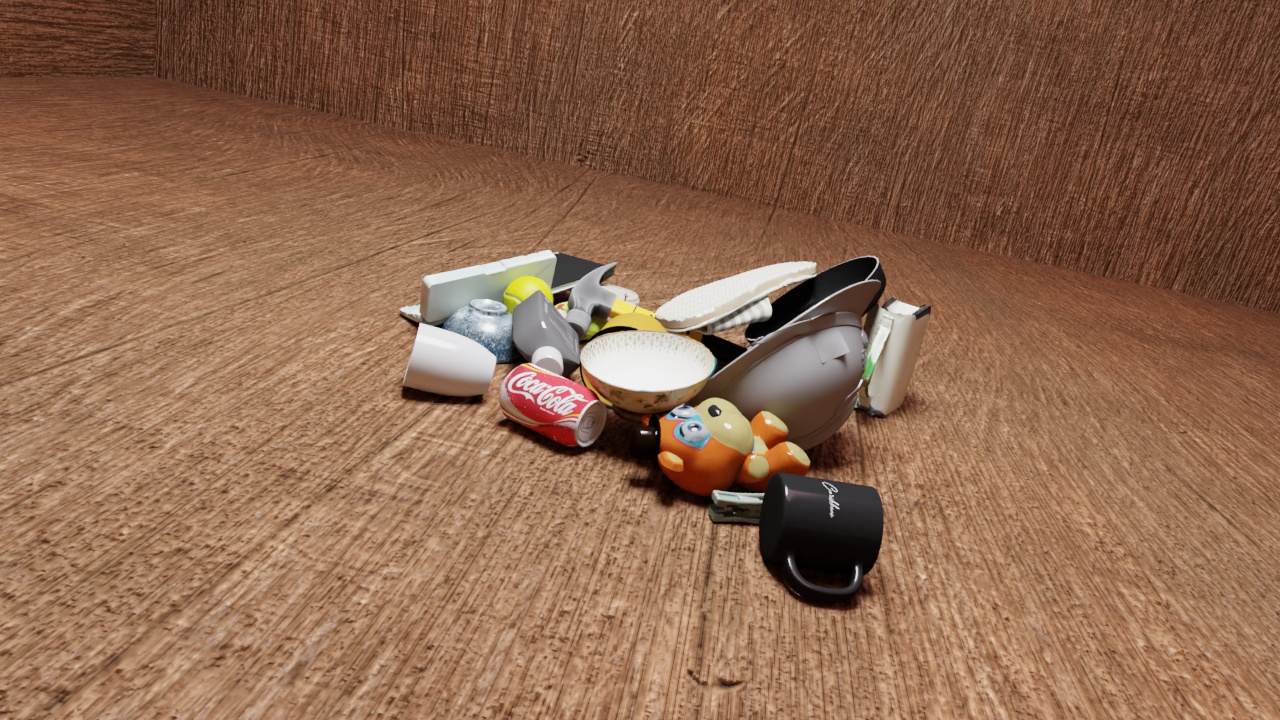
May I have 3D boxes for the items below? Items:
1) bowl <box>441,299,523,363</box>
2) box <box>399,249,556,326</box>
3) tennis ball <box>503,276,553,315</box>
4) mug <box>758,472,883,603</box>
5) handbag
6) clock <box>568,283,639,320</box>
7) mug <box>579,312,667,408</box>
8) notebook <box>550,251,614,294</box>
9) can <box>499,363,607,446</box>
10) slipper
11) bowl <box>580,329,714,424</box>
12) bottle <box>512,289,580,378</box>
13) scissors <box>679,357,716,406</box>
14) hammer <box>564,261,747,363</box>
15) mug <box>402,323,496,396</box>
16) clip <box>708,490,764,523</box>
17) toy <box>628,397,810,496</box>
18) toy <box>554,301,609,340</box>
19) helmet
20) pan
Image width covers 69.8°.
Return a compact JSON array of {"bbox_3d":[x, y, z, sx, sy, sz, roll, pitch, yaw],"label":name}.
[{"bbox_3d":[-0.199,-0.044,1.178,0.114,0.061,0.114,10,17,-3],"label":"bowl"},{"bbox_3d":[-0.220,-0.101,1.255,0.197,0.074,0.126,-18,11,-35],"label":"box"},{"bbox_3d":[-0.150,-0.079,1.227,0.065,0.065,0.065,10,19,-4],"label":"tennis ball"},{"bbox_3d":[0.155,0.155,0.791,0.088,0.078,0.113,9,45,-6],"label":"mug"},{"bbox_3d":[0.312,-0.004,1.214,0.074,0.151,0.175,21,22,26],"label":"handbag"},{"bbox_3d":[-0.040,-0.077,1.365,0.103,0.061,0.157,-2,21,-32],"label":"clock"},{"bbox_3d":[-0.006,0.007,1.102,0.124,0.101,0.094,52,17,-6],"label":"mug"},{"bbox_3d":[-0.164,-0.124,1.402,0.206,0.016,0.149,-22,28,-36],"label":"notebook"},{"bbox_3d":[-0.092,0.048,0.962,0.105,0.064,0.064,22,21,29],"label":"can"},{"bbox_3d":[0.138,-0.085,1.272,0.271,0.054,0.115,-25,26,-33],"label":"slipper"},{"bbox_3d":[0.005,0.024,0.985,0.145,0.063,0.145,2,26,-1],"label":"bowl"},{"bbox_3d":[-0.114,-0.019,1.115,0.084,0.046,0.173,51,8,-20],"label":"bottle"},{"bbox_3d":[0.062,0.030,1.127,0.124,0.019,0.156,-36,12,-23],"label":"scissors"},{"bbox_3d":[0.056,-0.040,1.276,0.324,0.034,0.169,21,39,-2],"label":"hammer"},{"bbox_3d":[-0.214,0.007,1.030,0.089,0.071,0.107,16,-11,-14],"label":"mug"},{"bbox_3d":[0.103,0.139,0.866,0.075,0.043,0.023,5,21,-15],"label":"clip"},{"bbox_3d":[0.075,0.089,0.914,0.176,0.096,0.112,-5,30,-14],"label":"toy"},{"bbox_3d":[-0.103,-0.053,1.286,0.092,0.043,0.117,28,27,34],"label":"toy"},{"bbox_3d":[0.182,0.032,1.025,0.117,0.271,0.183,58,10,16],"label":"helmet"},{"bbox_3d":[0.187,-0.029,1.203,0.354,0.044,0.205,-40,13,-30],"label":"pan"}]
